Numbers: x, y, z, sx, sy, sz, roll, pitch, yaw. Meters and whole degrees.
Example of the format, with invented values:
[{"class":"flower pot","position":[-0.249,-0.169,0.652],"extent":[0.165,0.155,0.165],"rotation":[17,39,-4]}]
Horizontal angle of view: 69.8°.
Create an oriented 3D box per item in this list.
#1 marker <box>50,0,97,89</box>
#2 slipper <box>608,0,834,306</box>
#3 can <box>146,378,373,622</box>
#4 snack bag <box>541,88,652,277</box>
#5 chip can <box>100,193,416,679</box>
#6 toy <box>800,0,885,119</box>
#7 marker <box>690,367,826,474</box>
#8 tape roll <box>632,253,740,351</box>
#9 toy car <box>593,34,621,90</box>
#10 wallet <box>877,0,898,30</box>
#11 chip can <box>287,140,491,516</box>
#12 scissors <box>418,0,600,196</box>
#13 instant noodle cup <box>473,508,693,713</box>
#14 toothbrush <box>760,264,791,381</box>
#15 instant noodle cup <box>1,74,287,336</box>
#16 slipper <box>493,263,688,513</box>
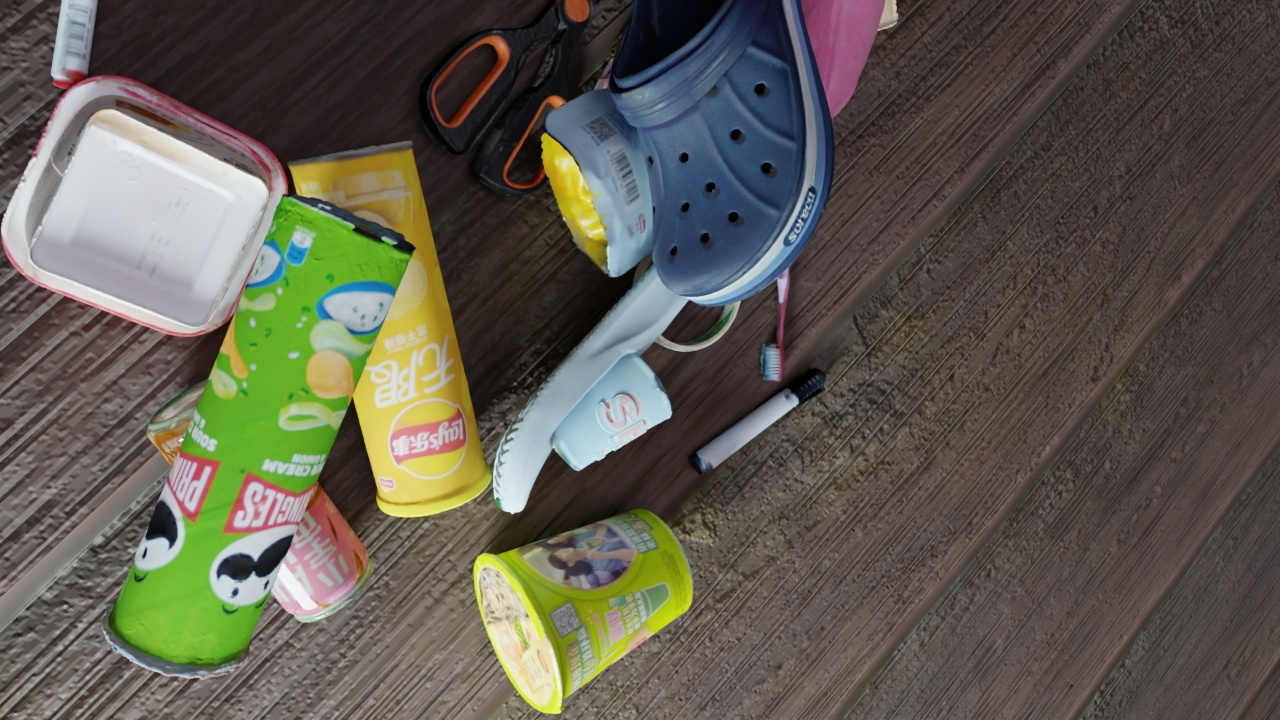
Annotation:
[{"class":"marker","position":[-0.278,-0.209,0.462],"extent":[0.017,0.017,0.145],"rotation":[9,97,-29]},{"class":"slipper","position":[0.036,-0.158,0.500],"extent":[0.095,0.105,0.252],"rotation":[0,86,-46]},{"class":"can","position":[-0.218,0.081,0.533],"extent":[0.057,0.058,0.147],"rotation":[-34,114,-17]},{"class":"snack bag","position":[0.024,-0.142,0.583],"extent":[0.190,0.039,0.110],"rotation":[-40,112,-31]},{"class":"chip can","position":[-0.189,0.035,0.461],"extent":[0.072,0.072,0.236],"rotation":[22,93,-30]},{"class":"toy","position":[0.110,-0.217,0.549],"extent":[0.074,0.195,0.178],"rotation":[3,67,-3]},{"class":"marker","position":[0.093,0.047,0.711],"extent":[0.130,0.018,0.022],"rotation":[-35,108,-17]},{"class":"tape roll","position":[0.034,-0.050,0.661],"extent":[0.085,0.014,0.086],"rotation":[-6,104,-26]},{"class":"toy car","position":[-0.008,-0.162,0.602],"extent":[0.056,0.037,0.122],"rotation":[28,87,-31]},{"class":"wallet","position":[0.150,-0.293,0.664],"extent":[0.087,0.024,0.115],"rotation":[-25,110,-22]},{"class":"chip can","position":[-0.144,-0.018,0.542],"extent":[0.072,0.072,0.213],"rotation":[-17,108,-24]},{"class":"scissors","position":[-0.043,-0.204,0.588],"extent":[0.234,0.022,0.152],"rotation":[-38,120,-22]},{"class":"instant noodle cup","position":[-0.033,0.160,0.625],"extent":[0.123,0.112,0.112],"rotation":[-20,110,-30]},{"class":"toothbrush","position":[0.105,-0.075,0.693],"extent":[0.017,0.016,0.188],"rotation":[-2,103,-17]},{"class":"instant noodle cup","position":[-0.240,-0.071,0.450],"extent":[0.116,0.124,0.116],"rotation":[26,89,-29]},{"class":"slipper","position":[-0.004,0.003,0.591],"extent":[0.074,0.104,0.245],"rotation":[42,83,-4]}]
